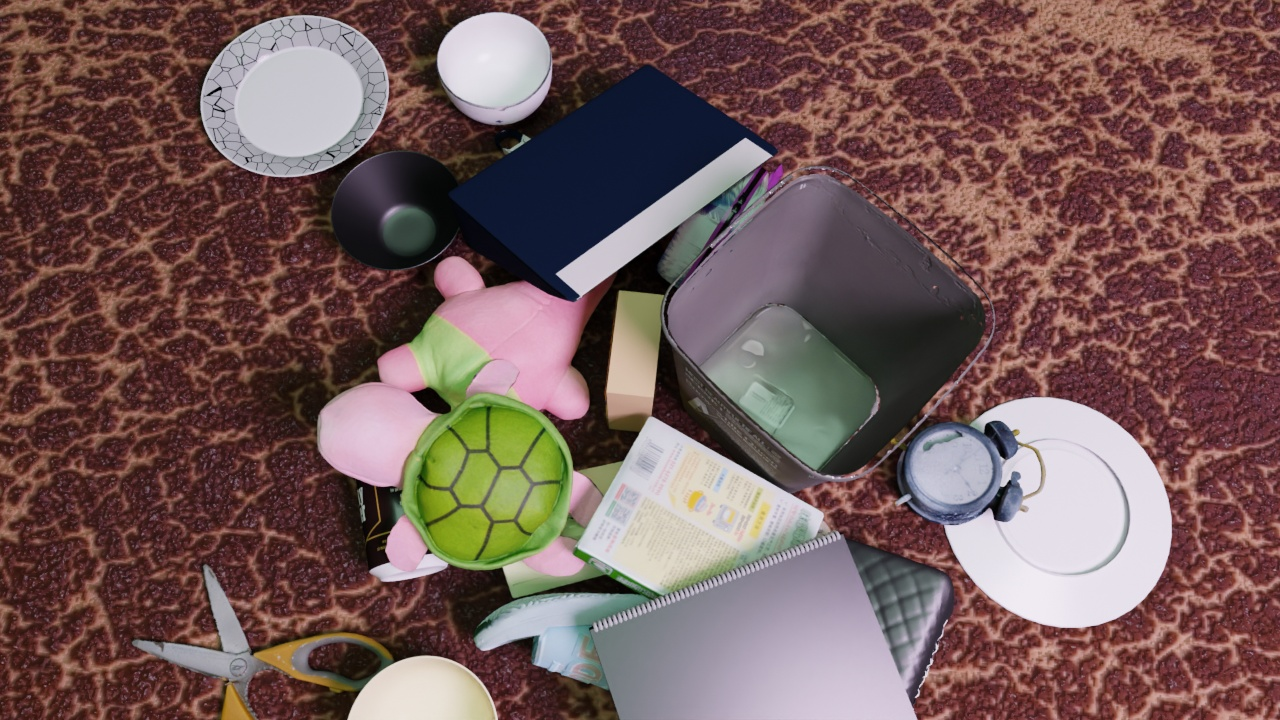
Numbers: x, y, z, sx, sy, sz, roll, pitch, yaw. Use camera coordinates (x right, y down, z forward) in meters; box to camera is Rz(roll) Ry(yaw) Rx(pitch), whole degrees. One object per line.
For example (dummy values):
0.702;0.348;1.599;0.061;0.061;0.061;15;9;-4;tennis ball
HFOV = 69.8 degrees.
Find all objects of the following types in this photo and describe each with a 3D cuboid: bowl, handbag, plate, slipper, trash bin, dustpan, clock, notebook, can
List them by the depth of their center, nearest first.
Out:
0.083;0.231;0.681;0.206;0.016;0.149;-18;79;-10;notebook
-0.168;0.299;0.738;0.118;0.074;0.117;0;73;-1;bowl
-0.014;0.230;0.750;0.245;0.104;0.074;1;70;-5;slipper
0.132;0.000;0.758;0.197;0.220;0.197;-43;78;-13;trash bin
0.181;0.230;0.767;0.125;0.114;0.153;21;84;23;handbag
-0.206;0.121;0.794;0.072;0.072;0.128;-12;73;-5;can
0.288;0.099;0.810;0.129;0.052;0.090;-3;71;10;clock
0.377;0.132;0.827;0.208;0.015;0.208;0;73;-1;plate
-0.054;-0.170;0.845;0.235;0.080;0.273;-38;61;-19;dustpan
0.089;-0.137;0.855;0.068;0.145;0.169;34;48;1;handbag
-0.228;-0.134;0.882;0.124;0.052;0.124;0;73;-1;bowl
-0.144;-0.285;0.924;0.113;0.063;0.113;0;71;-1;bowl
-0.352;-0.269;0.942;0.188;0.016;0.188;0;73;-1;plate

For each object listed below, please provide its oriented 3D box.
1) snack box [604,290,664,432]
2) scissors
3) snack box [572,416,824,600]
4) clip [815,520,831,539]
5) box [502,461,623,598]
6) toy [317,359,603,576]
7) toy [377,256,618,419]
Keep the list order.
-0.005;0.005;0.804;0.040;0.126;0.088;6;73;1;snack box
-0.326;0.281;0.772;0.225;0.016;0.224;7;72;2;scissors
0.049;0.140;0.740;0.168;0.027;0.131;29;60;3;snack box
0.141;0.162;0.814;0.062;0.045;0.024;-30;74;10;clip
-0.030;0.147;0.804;0.188;0.091;0.083;-11;108;-3;box
-0.140;0.089;0.734;0.238;0.088;0.190;30;83;-5;toy
-0.112;-0.025;0.828;0.236;0.097;0.192;-42;90;-13;toy
